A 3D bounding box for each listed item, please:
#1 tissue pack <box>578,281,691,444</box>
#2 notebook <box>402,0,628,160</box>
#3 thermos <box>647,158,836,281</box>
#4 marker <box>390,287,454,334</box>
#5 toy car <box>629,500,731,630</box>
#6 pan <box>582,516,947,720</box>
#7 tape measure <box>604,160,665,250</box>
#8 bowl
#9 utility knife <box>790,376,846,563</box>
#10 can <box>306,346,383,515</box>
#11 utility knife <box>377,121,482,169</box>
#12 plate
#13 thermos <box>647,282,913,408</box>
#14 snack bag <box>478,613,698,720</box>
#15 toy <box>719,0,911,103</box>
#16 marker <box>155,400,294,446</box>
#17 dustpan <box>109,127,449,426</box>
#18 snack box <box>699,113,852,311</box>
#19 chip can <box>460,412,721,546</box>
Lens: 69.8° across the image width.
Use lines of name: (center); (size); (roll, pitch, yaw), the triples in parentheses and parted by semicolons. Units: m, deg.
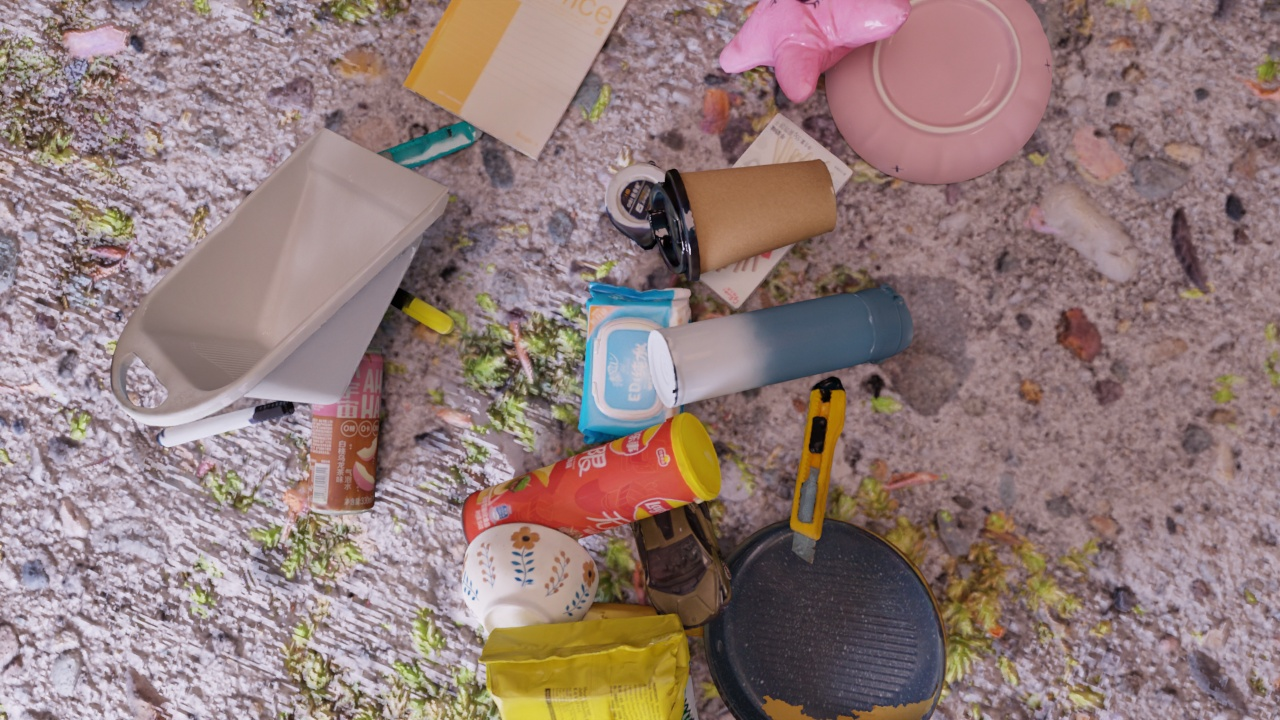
tissue pack: (-0.005, 0.005, 0.790); (0.090, 0.063, 0.140); (4, 89, 5)
notebook: (-0.103, -0.303, 0.830); (0.146, 0.010, 0.206); (30, 89, 6)
thermos: (0.082, -0.120, 0.749); (0.143, 0.093, 0.093); (-13, 87, -3)
marker: (-0.223, -0.058, 0.838); (0.124, 0.015, 0.018); (29, 91, 8)
toy car: (0.029, 0.146, 0.762); (0.070, 0.042, 0.158); (-27, 49, 9)
pan: (0.070, 0.226, 0.768); (0.358, 0.078, 0.197); (-1, 84, 27)
tape measure: (0.002, -0.140, 0.808); (0.066, 0.033, 0.066); (40, 91, 3)
bowl: (-0.094, 0.192, 0.744); (0.113, 0.062, 0.114); (4, 126, 5)
utility knife: (0.147, 0.085, 0.757); (0.033, 0.015, 0.173); (-3, 55, 29)
can: (-0.262, 0.060, 0.816); (0.058, 0.058, 0.147); (3, 89, 5)
utility knife: (-0.217, -0.188, 0.840); (0.160, 0.013, 0.029); (-19, 87, 4)
plate: (0.257, -0.249, 0.783); (0.192, 0.039, 0.192); (0, 89, 6)
thermos: (0.118, -0.013, 0.749); (0.220, 0.070, 0.070); (-11, 87, -16)
snack bag: (-0.031, 0.305, 0.732); (0.158, 0.068, 0.247); (-6, 121, 5)
toy: (0.164, -0.298, 0.748); (0.194, 0.074, 0.178); (-52, 40, 2)
marker: (-0.384, 0.058, 0.846); (0.131, 0.022, 0.018); (-14, 93, 4)
dustpan: (-0.313, -0.068, 0.747); (0.223, 0.142, 0.258); (29, 101, 39)
snack box: (0.102, -0.129, 0.802); (0.084, 0.027, 0.157); (40, 92, 5)
chip can: (-0.043, 0.109, 0.759); (0.217, 0.073, 0.073); (-21, 86, 23)
